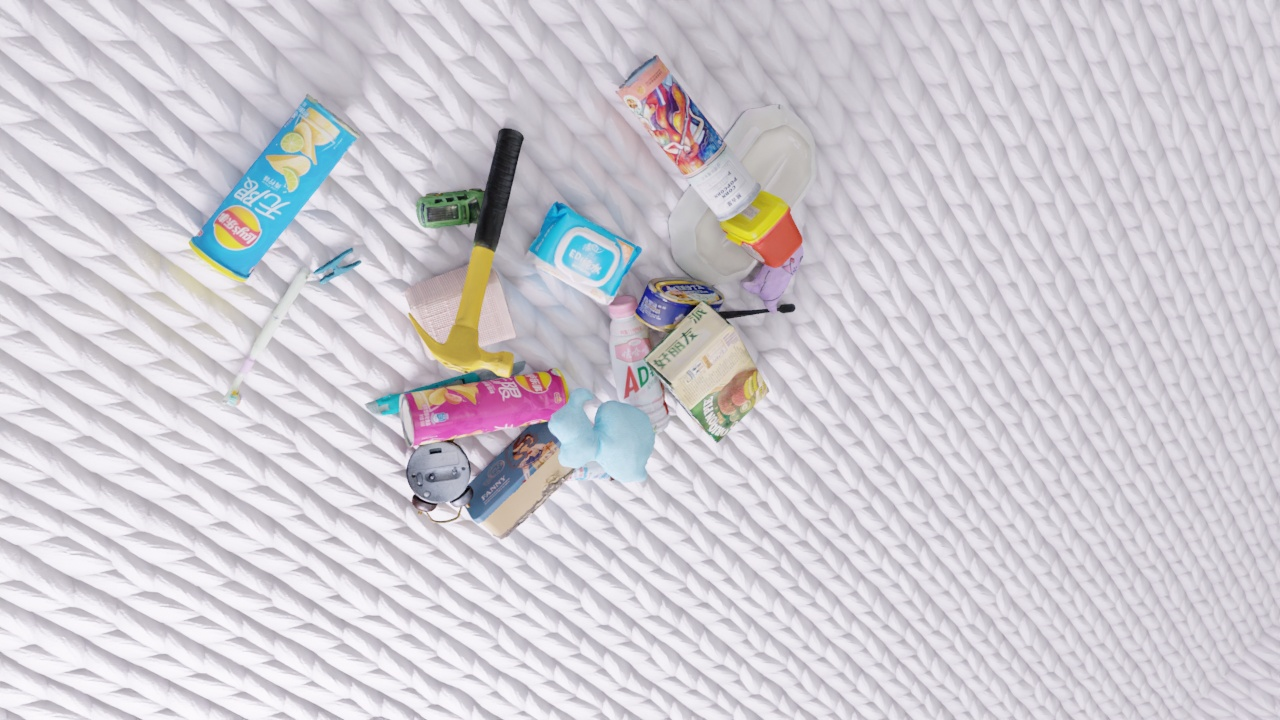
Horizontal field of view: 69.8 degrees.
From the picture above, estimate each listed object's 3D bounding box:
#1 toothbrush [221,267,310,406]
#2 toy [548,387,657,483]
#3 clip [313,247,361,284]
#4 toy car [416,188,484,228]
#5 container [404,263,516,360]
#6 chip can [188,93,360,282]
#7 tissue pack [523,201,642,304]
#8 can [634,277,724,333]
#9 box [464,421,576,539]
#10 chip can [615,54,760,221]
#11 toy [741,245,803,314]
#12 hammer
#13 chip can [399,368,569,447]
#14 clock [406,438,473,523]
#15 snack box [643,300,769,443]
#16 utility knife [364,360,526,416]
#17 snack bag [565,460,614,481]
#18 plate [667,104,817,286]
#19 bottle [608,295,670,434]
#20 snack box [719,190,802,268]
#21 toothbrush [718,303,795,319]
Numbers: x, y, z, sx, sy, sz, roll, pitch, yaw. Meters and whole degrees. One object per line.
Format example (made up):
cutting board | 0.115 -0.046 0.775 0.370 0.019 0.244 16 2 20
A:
toothbrush | -0.443 -0.028 1.091 0.020 0.029 0.189 32 94 10
toy | -0.042 0.102 1.228 0.156 0.050 0.161 -24 108 -25
clip | -0.362 -0.112 1.096 0.056 0.014 0.042 -34 119 -8
toy car | -0.225 -0.183 1.117 0.091 0.036 0.043 -13 114 -23
container | -0.225 -0.062 1.137 0.110 0.090 0.090 -20 117 -12
chip can | -0.402 -0.189 1.013 0.071 0.071 0.210 39 91 -31
tissue pack | -0.074 -0.138 1.186 0.140 0.063 0.090 27 98 -30
can | 0.055 -0.075 1.241 0.147 0.074 0.049 -7 128 -52
box | -0.164 0.162 1.250 0.184 0.090 0.061 -43 122 -9
chip can | 0.062 -0.280 1.165 0.071 0.071 0.215 -43 110 -3
toy | 0.195 -0.131 1.322 0.084 0.039 0.108 32 91 -40
hammer | -0.185 -0.132 1.082 0.129 0.033 0.300 12 77 -4
chip can | -0.202 0.061 1.193 0.210 0.071 0.071 -10 114 -26
clock | -0.263 0.155 1.206 0.082 0.055 0.122 -7 95 -10
snack box | 0.098 0.022 1.267 0.114 0.063 0.240 -44 150 -2
utility knife | -0.252 0.035 1.205 0.215 0.013 0.029 -18 120 -18
snack bag | -0.076 0.159 1.326 0.104 0.026 0.048 3 121 -25
plate | 0.150 -0.223 1.269 0.162 0.034 0.266 34 94 -31
bottle | -0.008 0.007 1.274 0.068 0.068 0.197 -19 114 -16
snack box | 0.163 -0.173 1.224 0.082 0.091 0.080 -45 128 -2
toothbrush | 0.143 -0.069 1.341 0.181 0.018 0.016 -8 107 -19
